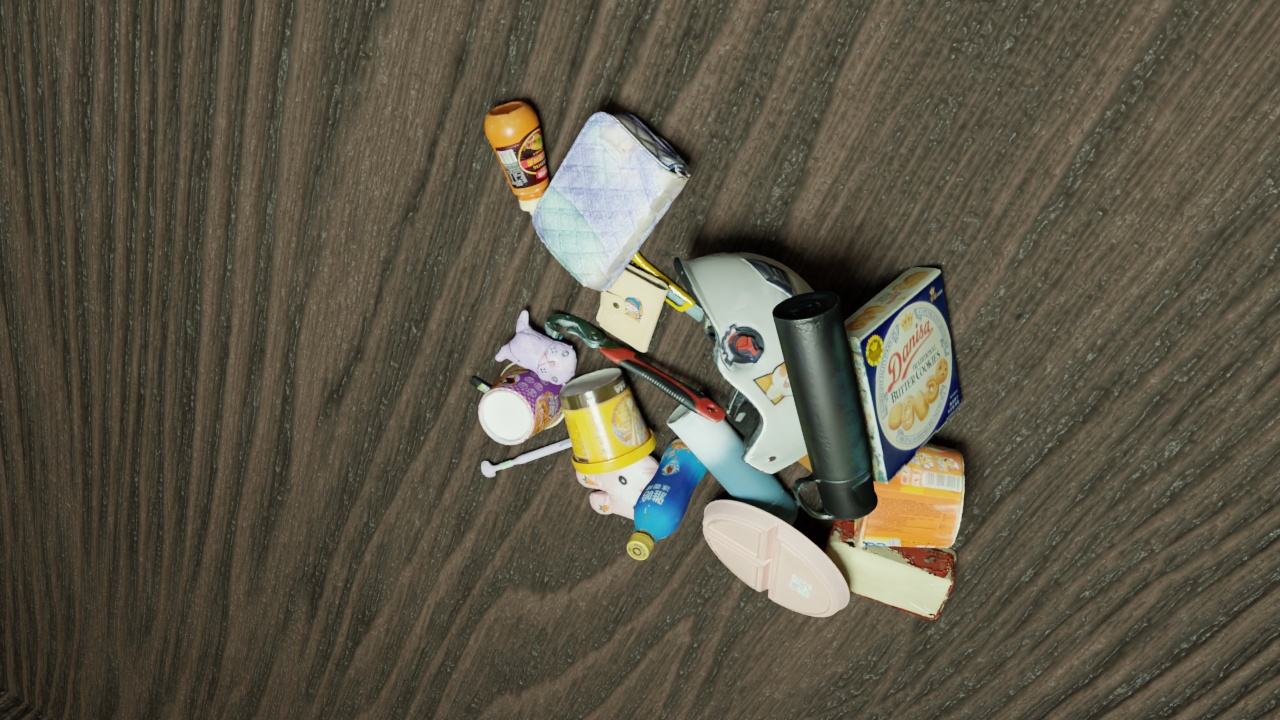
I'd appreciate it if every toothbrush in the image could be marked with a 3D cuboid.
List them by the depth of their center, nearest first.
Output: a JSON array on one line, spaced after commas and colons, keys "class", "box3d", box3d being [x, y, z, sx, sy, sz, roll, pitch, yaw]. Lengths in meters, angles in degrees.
[{"class": "toothbrush", "box3d": [-0.167, 0.145, 1.397, 0.190, 0.021, 0.029, -20, 107, 29]}]

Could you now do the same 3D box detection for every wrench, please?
[{"class": "wrench", "box3d": [-0.007, 0.007, 1.211, 0.273, 0.056, 0.016, 29, 128, 14]}]

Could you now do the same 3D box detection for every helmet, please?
[{"class": "helmet", "box3d": [0.154, -0.014, 1.065, 0.157, 0.230, 0.274, -19, 98, 3]}]

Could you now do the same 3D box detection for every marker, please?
[{"class": "marker", "box3d": [-0.202, 0.058, 1.365, 0.124, 0.015, 0.018, 31, 124, 8]}]

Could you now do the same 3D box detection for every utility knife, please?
[{"class": "utility knife", "box3d": [0.017, -0.106, 1.175, 0.181, 0.015, 0.033, 38, 129, -1]}]

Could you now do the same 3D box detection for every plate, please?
[{"class": "plate", "box3d": [0.178, 0.276, 1.258, 0.229, 0.028, 0.230, 31, 152, 18]}]

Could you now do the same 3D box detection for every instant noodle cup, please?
[{"class": "instant noodle cup", "box3d": [0.328, 0.163, 1.126, 0.111, 0.151, 0.152, 6, 121, 10]}, {"class": "instant noodle cup", "box3d": [-0.052, 0.080, 1.256, 0.119, 0.118, 0.114, -11, 106, 28]}, {"class": "instant noodle cup", "box3d": [-0.170, 0.062, 1.292, 0.112, 0.099, 0.112, 6, 108, 17]}]

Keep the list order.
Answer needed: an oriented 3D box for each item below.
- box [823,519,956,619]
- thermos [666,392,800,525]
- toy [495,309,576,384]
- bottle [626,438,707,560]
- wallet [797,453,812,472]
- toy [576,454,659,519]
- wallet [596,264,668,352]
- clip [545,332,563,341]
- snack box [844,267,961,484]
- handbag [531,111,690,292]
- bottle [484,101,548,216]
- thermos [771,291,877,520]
[{"class": "box", "box3d": [0.329, 0.280, 1.231, 0.168, 0.075, 0.091, 17, 124, 13]}, {"class": "thermos", "box3d": [0.128, 0.144, 1.242, 0.070, 0.070, 0.220, -35, 101, 34]}, {"class": "toy", "box3d": [-0.136, -0.011, 1.264, 0.108, 0.038, 0.084, 30, 106, 3]}, {"class": "bottle", "box3d": [0.034, 0.182, 1.211, 0.065, 0.218, 0.065, 10, 121, 17]}, {"class": "wallet", "box3d": [0.229, 0.099, 1.155, 0.132, 0.031, 0.108, 39, 136, 45]}, {"class": "toy", "box3d": [-0.022, 0.188, 1.343, 0.160, 0.054, 0.121, -14, 112, 37]}, {"class": "wallet", "box3d": [-0.015, -0.071, 1.195, 0.087, 0.024, 0.115, 31, 138, 12]}, {"class": "clip", "box3d": [-0.131, -0.024, 1.286, 0.047, 0.014, 0.057, 38, 124, -4]}, {"class": "snack box", "box3d": [0.289, 0.015, 1.031, 0.046, 0.177, 0.183, 8, 124, 45]}, {"class": "handbag", "box3d": [-0.037, -0.194, 1.102, 0.134, 0.075, 0.194, 49, 126, 15]}, {"class": "bottle", "box3d": [-0.144, -0.242, 1.139, 0.067, 0.066, 0.150, 0, 125, 23]}, {"class": "thermos", "box3d": [0.186, 0.056, 0.949, 0.090, 0.068, 0.243, -22, 113, -14]}]
